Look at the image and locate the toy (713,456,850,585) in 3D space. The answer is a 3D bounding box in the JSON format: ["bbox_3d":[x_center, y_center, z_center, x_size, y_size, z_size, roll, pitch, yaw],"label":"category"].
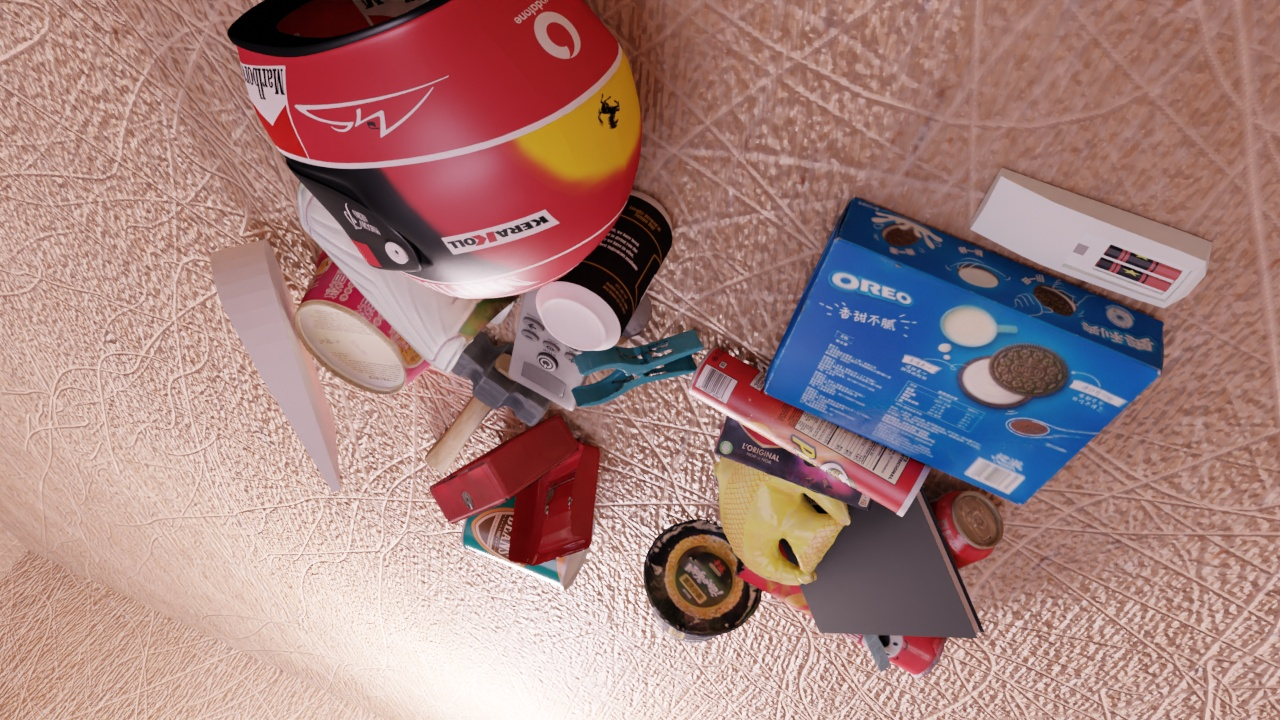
[{"bbox_3d":[0.130,0.145,0.923,0.155,0.064,0.171,39,132,26],"label":"toy"}]

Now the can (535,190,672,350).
[{"bbox_3d":[-0.026,-0.072,0.730,0.072,0.128,0.072,18,143,14],"label":"can"}]

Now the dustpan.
[{"bbox_3d":[-0.397,-0.001,1.006,0.191,0.053,0.258,-138,34,-63],"label":"dustpan"}]

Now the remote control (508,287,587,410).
[{"bbox_3d":[-0.079,-0.013,0.837,0.074,0.019,0.151,28,142,5],"label":"remote control"}]

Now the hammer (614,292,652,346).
[{"bbox_3d":[-0.120,-0.131,0.796,0.098,0.052,0.328,-21,118,46],"label":"hammer"}]

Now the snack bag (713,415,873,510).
[{"bbox_3d":[0.151,0.078,0.850,0.155,0.074,0.018,20,179,11],"label":"snack bag"}]

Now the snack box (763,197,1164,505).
[{"bbox_3d":[0.233,0.000,0.710,0.239,0.056,0.196,24,144,7],"label":"snack box"}]

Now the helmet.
[{"bbox_3d":[-0.127,-0.154,0.640,0.271,0.197,0.225,7,134,33],"label":"helmet"}]

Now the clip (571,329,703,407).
[{"bbox_3d":[-0.008,-0.003,0.816,0.130,0.031,0.121,-25,147,2],"label":"clip"}]

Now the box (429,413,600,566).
[{"bbox_3d":[-0.147,0.139,1.057,0.156,0.146,0.158,24,148,-25],"label":"box"}]

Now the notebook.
[{"bbox_3d":[0.219,0.198,0.898,0.207,0.016,0.149,-23,90,56],"label":"notebook"}]

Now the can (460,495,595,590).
[{"bbox_3d":[-0.144,0.224,1.188,0.144,0.099,0.099,19,143,12],"label":"can"}]

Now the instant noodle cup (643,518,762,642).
[{"bbox_3d":[0.067,0.272,1.094,0.137,0.137,0.112,23,152,8],"label":"instant noodle cup"}]

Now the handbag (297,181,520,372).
[{"bbox_3d":[-0.202,-0.097,0.812,0.198,0.096,0.142,48,157,-4],"label":"handbag"}]

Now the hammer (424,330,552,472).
[{"bbox_3d":[-0.202,0.069,1.088,0.117,0.051,0.324,36,146,-7],"label":"hammer"}]

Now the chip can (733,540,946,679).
[{"bbox_3d":[0.221,0.265,1.022,0.233,0.073,0.073,29,144,0],"label":"chip can"}]

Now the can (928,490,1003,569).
[{"bbox_3d":[0.272,0.181,0.891,0.067,0.067,0.171,33,144,-6],"label":"can"}]

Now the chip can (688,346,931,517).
[{"bbox_3d":[0.146,0.060,0.811,0.215,0.051,0.052,30,145,16],"label":"chip can"}]

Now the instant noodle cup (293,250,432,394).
[{"bbox_3d":[-0.294,-0.035,0.994,0.179,0.077,0.179,18,143,14],"label":"instant noodle cup"}]

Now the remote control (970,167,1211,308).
[{"bbox_3d":[0.294,-0.077,0.602,0.143,0.024,0.050,22,143,8],"label":"remote control"}]

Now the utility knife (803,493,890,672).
[{"bbox_3d":[0.217,0.234,0.972,0.031,0.015,0.225,-19,99,36],"label":"utility knife"}]
